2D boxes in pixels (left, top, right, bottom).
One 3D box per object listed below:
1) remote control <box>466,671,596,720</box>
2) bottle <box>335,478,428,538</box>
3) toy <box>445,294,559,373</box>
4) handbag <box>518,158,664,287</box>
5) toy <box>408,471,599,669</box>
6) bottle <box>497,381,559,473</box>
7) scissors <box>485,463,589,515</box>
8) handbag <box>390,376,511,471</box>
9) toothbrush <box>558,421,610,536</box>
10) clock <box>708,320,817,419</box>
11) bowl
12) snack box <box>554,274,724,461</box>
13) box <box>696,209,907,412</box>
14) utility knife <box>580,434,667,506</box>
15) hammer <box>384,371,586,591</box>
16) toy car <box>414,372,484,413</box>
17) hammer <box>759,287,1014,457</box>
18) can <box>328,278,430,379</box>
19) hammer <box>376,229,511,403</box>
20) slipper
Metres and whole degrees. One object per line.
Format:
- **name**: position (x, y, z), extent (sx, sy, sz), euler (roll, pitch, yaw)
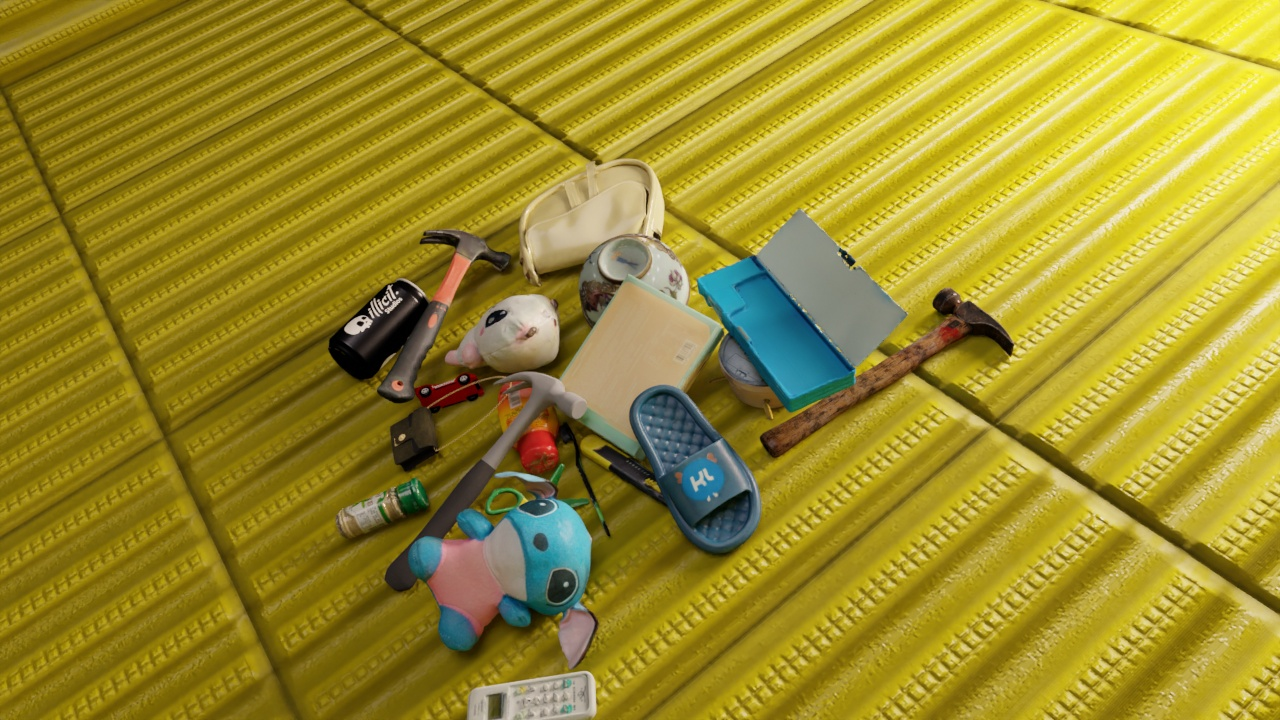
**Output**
- **remote control**: position (-0.110, 0.350, 0.932), extent (0.133, 0.022, 0.050), euler (-11, 47, 6)
- **bottle**: position (-0.319, 0.184, 1.133), extent (0.110, 0.043, 0.042), euler (-23, 46, -4)
- **toy**: position (-0.188, -0.029, 1.259), extent (0.180, 0.101, 0.138), euler (-15, 21, 26)
- **handbag**: position (-0.076, -0.210, 1.397), extent (0.233, 0.089, 0.190), euler (-14, 49, 3)
- **toy**: position (-0.141, 0.237, 0.997), extent (0.191, 0.099, 0.224), euler (-23, 76, 0)
- **bottle**: position (-0.140, 0.083, 1.169), extent (0.071, 0.048, 0.134), euler (-21, 46, -2)
- **scissors**: position (-0.117, 0.181, 1.073), extent (0.126, 0.012, 0.123), euler (-4, 76, -21)
- **handbag**: position (-0.246, 0.072, 1.196), extent (0.178, 0.027, 0.084), euler (-30, 46, 7)
- **toothbrush**: position (-0.070, 0.143, 1.119), extent (0.017, 0.014, 0.188), euler (-31, 46, 4)
- **clock**: position (0.172, -0.007, 1.157), extent (0.117, 0.059, 0.157), euler (32, 63, 35)
- **bowl**: position (-0.015, -0.115, 1.259), extent (0.160, 0.094, 0.159), euler (-4, 62, 8)
- **snack box**: position (-0.007, 0.007, 1.144), extent (0.141, 0.044, 0.193), euler (31, 85, 23)
- **box**: position (0.193, -0.061, 1.120), extent (0.175, 0.060, 0.243), euler (-36, 47, 4)
- **utility knife**: position (-0.006, 0.136, 1.104), extent (0.175, 0.020, 0.028), euler (28, 62, 33)
- **hammer**: position (-0.200, 0.142, 1.103), extent (0.125, 0.029, 0.310), euler (28, 75, 37)
- **toy car**: position (-0.261, 0.042, 1.248), extent (0.089, 0.038, 0.025), euler (-18, 43, -1)
- **hammer**: position (0.292, 0.027, 1.112), extent (0.330, 0.033, 0.120), euler (-31, 49, -12)
- **can**: position (-0.377, -0.046, 1.334), extent (0.080, 0.080, 0.145), euler (20, 56, 30)
- **hammer**: position (-0.292, -0.068, 1.306), extent (0.133, 0.033, 0.332), euler (27, 47, -13)
- **slipper**: position (0.063, 0.115, 1.044), extent (0.103, 0.059, 0.213), euler (-27, 69, -11)
